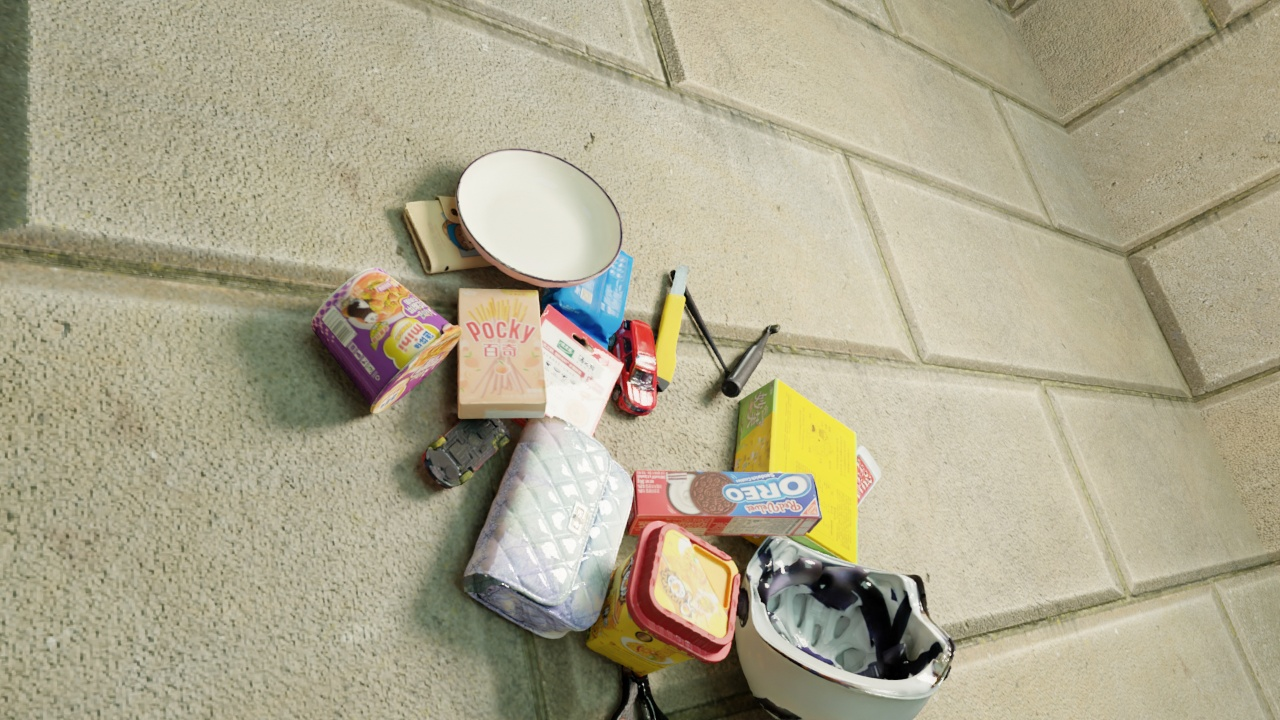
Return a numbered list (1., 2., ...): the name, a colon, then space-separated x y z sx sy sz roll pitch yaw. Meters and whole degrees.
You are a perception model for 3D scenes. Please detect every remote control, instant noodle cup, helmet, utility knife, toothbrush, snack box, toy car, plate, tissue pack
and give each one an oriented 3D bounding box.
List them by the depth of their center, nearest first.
1. instant noodle cup: -0.236 -0.024 0.840 0.099 0.112 0.111 46 42 2
2. instant noodle cup: 0.016 0.235 0.876 0.116 0.124 0.116 33 41 -17
3. toy car: -0.170 0.084 0.884 0.049 0.031 0.106 50 38 -6
4. snack box: -0.142 -0.010 0.925 0.084 0.026 0.157 0 49 -12
5. helmet: 0.198 0.313 0.976 0.229 0.146 0.258 15 22 -1
6. snack box: -0.090 0.023 0.988 0.113 0.044 0.126 39 46 -18
7. snack box: 0.090 0.157 1.000 0.207 0.058 0.057 3 57 -11
8. plate: -0.115 -0.154 1.023 0.192 0.039 0.192 13 52 -18
9. tissue pack: -0.064 -0.088 1.076 0.095 0.052 0.156 30 48 -24
10. toy car: -0.006 0.006 1.078 0.052 0.045 0.120 14 59 -36
11. snack box: 0.197 0.149 1.157 0.157 0.070 0.209 33 44 -24
12. utility knife: 0.039 -0.045 1.167 0.033 0.015 0.206 30 52 -22
13. toothbrush: 0.086 -0.042 1.216 0.018 0.016 0.181 -25 84 -50
14. toothbrush: 0.153 -0.006 1.236 0.212 0.027 0.026 -46 117 -56
15. remote control: 0.296 0.169 1.279 0.135 0.020 0.056 -33 89 -48

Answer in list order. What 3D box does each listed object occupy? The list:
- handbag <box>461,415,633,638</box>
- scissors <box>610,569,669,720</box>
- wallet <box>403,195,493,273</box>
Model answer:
1. handbag: -0.083 0.158 0.888 0.134 0.076 0.193 36 45 -21
2. scissors: 0.003 0.324 0.913 0.162 0.022 0.233 41 38 -22
3. wallet: -0.200 -0.140 1.003 0.115 0.024 0.087 -15 81 -47
